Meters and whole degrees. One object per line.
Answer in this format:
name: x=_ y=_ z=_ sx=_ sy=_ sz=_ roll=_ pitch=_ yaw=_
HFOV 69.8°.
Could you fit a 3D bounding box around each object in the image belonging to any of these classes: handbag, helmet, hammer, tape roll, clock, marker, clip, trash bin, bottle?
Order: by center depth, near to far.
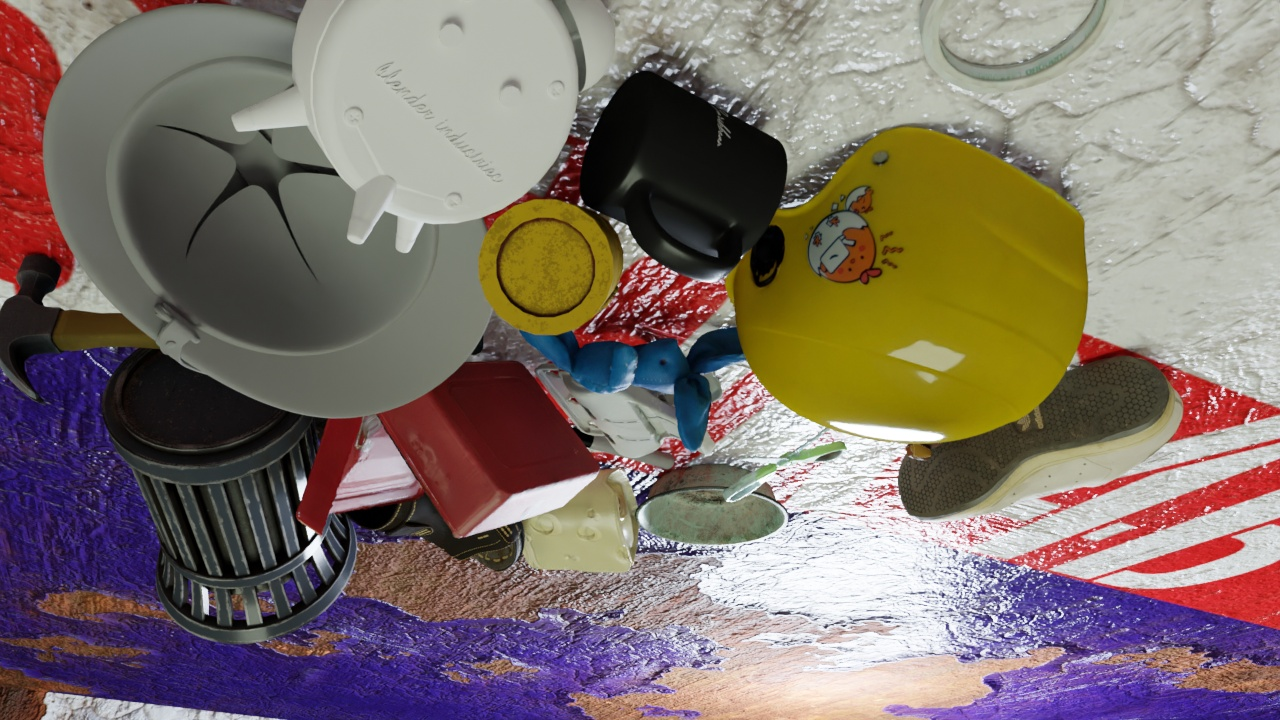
clock: x=-0.089 y=-0.129 z=0.427 sx=0.161 sy=0.073 sz=0.125 roll=-46 pitch=135 yaw=4
tape roll: x=0.185 y=-0.171 z=0.449 sx=0.093 sy=0.013 sz=0.093 roll=2 pitch=148 yaw=1
helmet: x=-0.202 y=-0.090 z=0.519 sx=0.183 sy=0.117 sz=0.271 roll=-38 pitch=139 yaw=-4
bottle: x=-0.046 y=-0.057 z=0.544 sx=0.071 sy=0.071 sz=0.163 roll=2 pitch=-172 yaw=1
helmet: x=0.164 y=-0.014 z=0.587 sx=0.209 sy=0.139 sz=0.241 roll=22 pitch=144 yaw=-29
hammer: x=-0.280 y=-0.022 z=0.653 sx=0.333 sy=0.117 sz=0.025 roll=0 pitch=146 yaw=-5
trash bin: x=-0.320 y=0.094 z=0.728 sx=0.164 sy=0.164 sz=0.228 roll=6 pitch=136 yaw=-5
clip: x=-0.006 y=0.038 z=0.772 sx=0.143 sy=0.072 sz=0.125 roll=2 pitch=153 yaw=21
marker: x=-0.031 y=0.081 z=0.875 sx=0.140 sy=0.016 sz=0.016 roll=18 pitch=146 yaw=-24
handbag: x=-0.069 y=0.161 z=0.951 sx=0.119 sy=0.081 sz=0.111 roll=-3 pitch=136 yaw=13

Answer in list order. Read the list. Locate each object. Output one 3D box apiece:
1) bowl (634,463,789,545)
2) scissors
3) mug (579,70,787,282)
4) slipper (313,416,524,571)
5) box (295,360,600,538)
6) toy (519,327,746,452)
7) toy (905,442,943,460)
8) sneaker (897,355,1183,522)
bowl: x=0.074 y=0.147 z=0.954 sx=0.157 sy=0.038 sz=0.158 roll=2 pitch=149 yaw=1
scissors: x=0.129 y=0.091 z=0.818 sx=0.174 sy=0.022 sz=0.171 roll=-31 pitch=156 yaw=33
mug: x=0.023 y=-0.091 z=0.496 sx=0.088 sy=0.113 sz=0.078 roll=20 pitch=136 yaw=-27
slipper: x=-0.214 y=0.130 z=0.864 sx=0.113 sy=0.075 sz=0.268 roll=-18 pitch=128 yaw=39
box: x=-0.133 y=0.077 z=0.703 sx=0.168 sy=0.154 sz=0.157 roll=21 pitch=-170 yaw=24
toy: x=-0.004 y=0.004 z=0.677 sx=0.176 sy=0.112 sz=0.071 roll=14 pitch=133 yaw=-2
toy: x=0.214 y=0.047 z=0.786 sx=0.090 sy=0.070 sz=0.103 roll=17 pitch=171 yaw=1
sneaker: x=0.340 y=0.076 z=0.785 sx=0.102 sy=0.088 sz=0.242 roll=20 pitch=141 yaw=-40
